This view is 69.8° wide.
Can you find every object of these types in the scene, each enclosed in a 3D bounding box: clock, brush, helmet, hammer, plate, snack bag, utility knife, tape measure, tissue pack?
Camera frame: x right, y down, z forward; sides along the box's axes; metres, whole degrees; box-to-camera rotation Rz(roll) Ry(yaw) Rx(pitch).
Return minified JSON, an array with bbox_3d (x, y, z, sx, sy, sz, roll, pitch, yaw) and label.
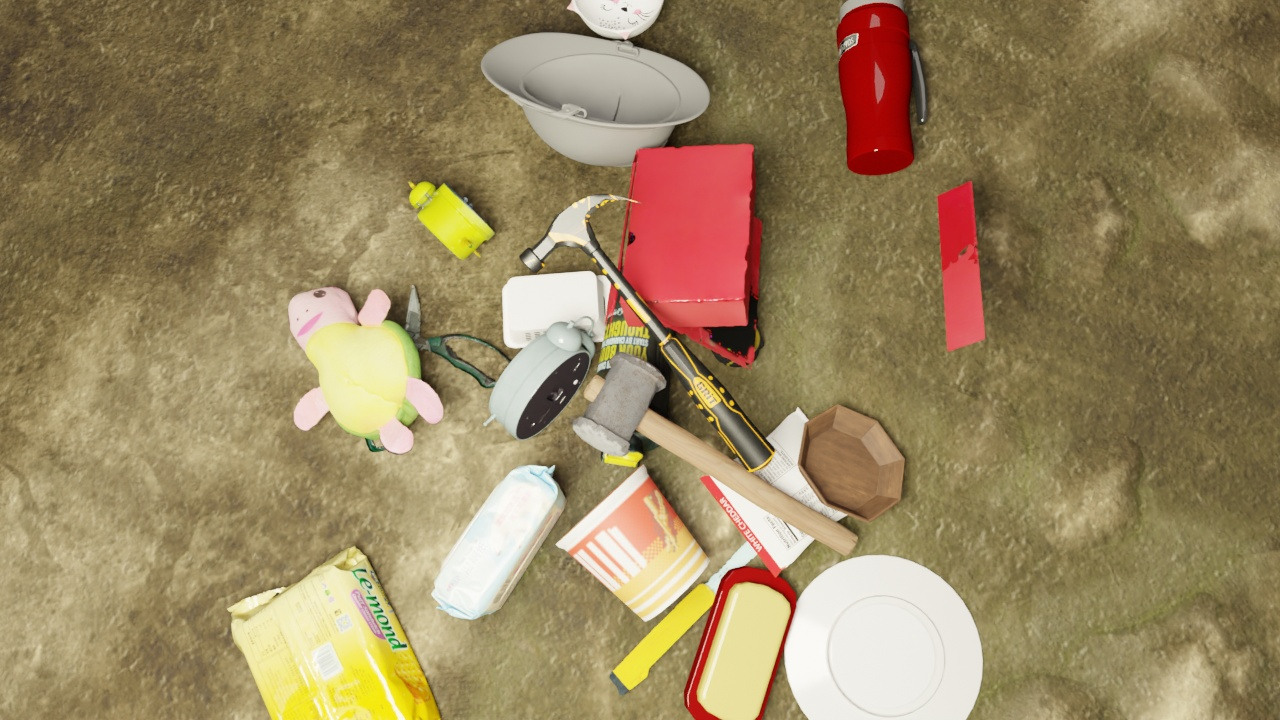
[{"bbox_3d":[-0.102,0.017,1.005,0.045,0.122,0.159,37,91,15],"label":"clock"},{"bbox_3d":[0.107,0.304,0.964,0.082,0.042,0.173,20,79,-2],"label":"brush"},{"bbox_3d":[-0.055,-0.287,1.084,0.271,0.118,0.182,18,47,13],"label":"helmet"},{"bbox_3d":[0.085,0.112,0.942,0.328,0.052,0.097,33,69,-9],"label":"hammer"},{"bbox_3d":[0.259,0.313,0.974,0.208,0.015,0.208,-1,77,3],"label":"plate"},{"bbox_3d":[0.028,-0.021,0.892,0.123,0.036,0.320,-39,99,6],"label":"hammer"},{"bbox_3d":[-0.325,0.336,0.973,0.159,0.068,0.247,-29,77,-5],"label":"snack bag"},{"bbox_3d":[0.053,0.273,0.993,0.224,0.019,0.030,-44,83,-5],"label":"utility knife"},{"bbox_3d":[0.161,0.140,1.003,0.143,0.039,0.131,-34,78,-17],"label":"snack bag"},{"bbox_3d":[0.224,0.114,0.996,0.131,0.025,0.131,9,61,-17],"label":"plate"},{"bbox_3d":[-0.226,-0.172,1.079,0.057,0.083,0.119,-45,81,-1],"label":"clock"},{"bbox_3d":[0.110,-0.023,1.050,0.062,0.034,0.061,-14,78,0],"label":"tape measure"},{"bbox_3d":[-0.145,0.187,0.975,0.070,0.112,0.181,31,80,8],"label":"tissue pack"}]

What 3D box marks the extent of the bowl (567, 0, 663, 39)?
[{"bbox_3d":[-0.025,-0.449,1.147,0.115,0.050,0.114,-1,77,3],"label":"bowl"}]

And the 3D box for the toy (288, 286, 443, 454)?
[{"bbox_3d":[-0.313,0.007,1.026,0.238,0.087,0.190,40,108,21],"label":"toy"}]

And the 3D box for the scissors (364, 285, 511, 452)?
[{"bbox_3d":[-0.241,0.010,1.071,0.204,0.015,0.201,3,79,5],"label":"scissors"}]

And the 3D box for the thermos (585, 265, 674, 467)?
[{"bbox_3d":[-0.006,0.006,1.021,0.098,0.098,0.220,5,71,4],"label":"thermos"}]

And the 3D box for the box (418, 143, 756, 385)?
[{"bbox_3d":[-0.075,-0.091,1.073,0.171,0.480,0.213,29,52,-33],"label":"box"}]

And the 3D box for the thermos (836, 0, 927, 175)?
[{"bbox_3d":[0.290,-0.327,1.090,0.108,0.084,0.198,3,78,-16],"label":"thermos"}]

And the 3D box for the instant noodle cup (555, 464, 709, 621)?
[{"bbox_3d":[-0.002,0.196,0.967,0.123,0.123,0.121,-42,86,-7],"label":"instant noodle cup"}]

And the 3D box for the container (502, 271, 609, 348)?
[{"bbox_3d":[-0.099,-0.062,1.062,0.129,0.049,0.080,-4,77,2],"label":"container"}]
